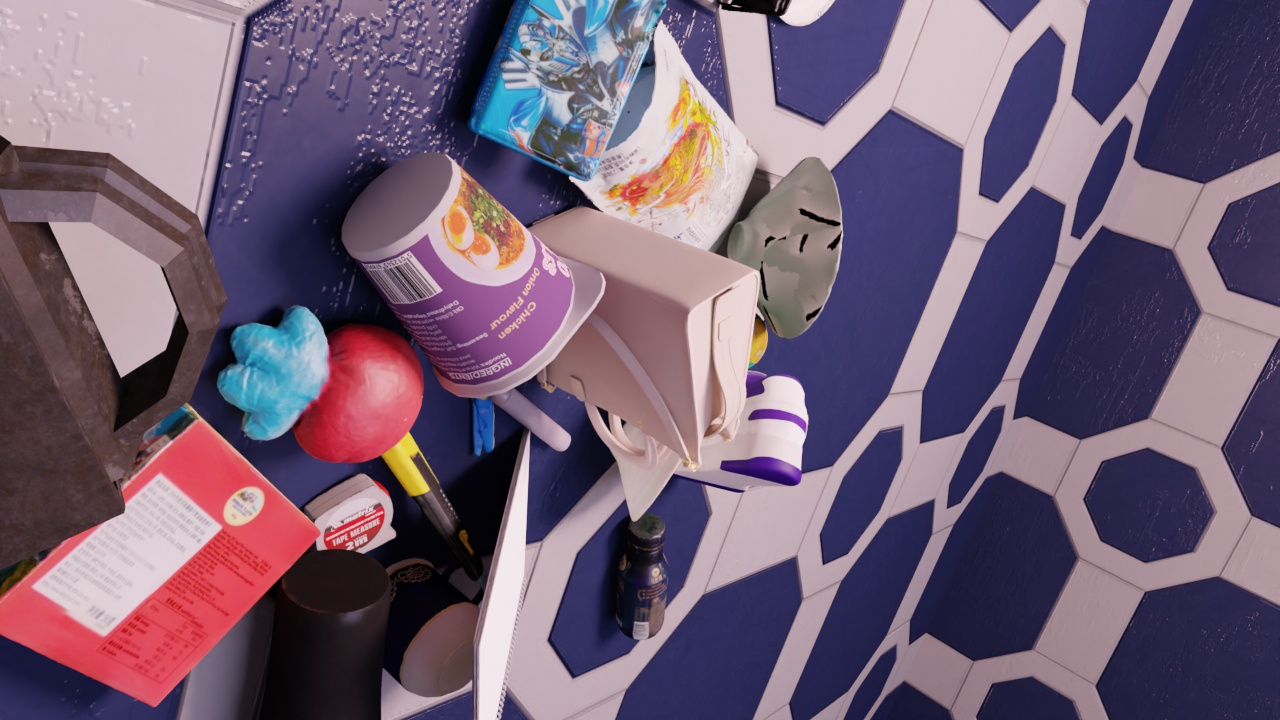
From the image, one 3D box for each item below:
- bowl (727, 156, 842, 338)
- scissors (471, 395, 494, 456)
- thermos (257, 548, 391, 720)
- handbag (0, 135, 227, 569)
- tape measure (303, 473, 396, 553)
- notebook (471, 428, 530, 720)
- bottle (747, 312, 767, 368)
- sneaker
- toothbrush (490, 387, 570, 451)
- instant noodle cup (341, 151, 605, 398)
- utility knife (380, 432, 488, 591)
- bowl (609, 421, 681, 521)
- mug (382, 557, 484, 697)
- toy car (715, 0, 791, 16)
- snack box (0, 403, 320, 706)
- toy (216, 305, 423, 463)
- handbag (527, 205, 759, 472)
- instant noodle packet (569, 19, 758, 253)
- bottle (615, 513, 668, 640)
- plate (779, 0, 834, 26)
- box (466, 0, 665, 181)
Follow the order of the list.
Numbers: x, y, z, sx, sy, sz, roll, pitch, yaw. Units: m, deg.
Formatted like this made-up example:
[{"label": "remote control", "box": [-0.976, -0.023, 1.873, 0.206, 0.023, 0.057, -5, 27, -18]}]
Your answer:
[{"label": "bowl", "box": [0.122, -0.110, 0.880, 0.068, 0.174, 0.174, 4, 115, -16]}, {"label": "scissors", "box": [-0.128, 0.026, 0.719, 0.070, 0.022, 0.131, -25, 136, -46]}, {"label": "thermos", "box": [-0.227, 0.245, 0.656, 0.105, 0.106, 0.219, -15, 126, -49]}, {"label": "handbag", "box": [-0.284, -0.016, 0.387, 0.199, 0.102, 0.198, -21, 132, -25]}, {"label": "tape measure", "box": [-0.210, 0.115, 0.662, 0.060, 0.020, 0.062, -25, 134, -35]}, {"label": "notebook", "box": [-0.110, 0.195, 0.731, 0.245, 0.013, 0.178, -87, -177, -60]}, {"label": "bottle", "box": [0.047, -0.033, 0.864, 0.209, 0.068, 0.068, 12, 104, -56]}, {"label": "sneaker", "box": [0.092, 0.068, 0.923, 0.091, 0.245, 0.111, 17, 76, -16]}, {"label": "toothbrush", "box": [-0.098, 0.037, 0.743, 0.019, 0.018, 0.188, -68, 156, -15]}, {"label": "instant noodle cup", "box": [-0.111, -0.063, 0.582, 0.137, 0.121, 0.122, -21, 136, 17]}, {"label": "utility knife", "box": [-0.151, 0.121, 0.704, 0.028, 0.020, 0.188, -91, 163, -54]}, {"label": "bowl", "box": [0.017, 0.063, 0.871, 0.176, 0.058, 0.176, -58, 179, -2]}, {"label": "mug", "box": [-0.161, 0.211, 0.738, 0.111, 0.089, 0.086, -39, 141, -31]}, {"label": "toy car", "box": [0.096, -0.366, 0.688, 0.071, 0.094, 0.192, 13, 106, -31]}, {"label": "snack box", "box": [-0.284, 0.116, 0.544, 0.144, 0.040, 0.143, -48, 145, -21]}, {"label": "toy", "box": [-0.197, 0.016, 0.577, 0.132, 0.062, 0.092, 20, 76, -39]}, {"label": "handbag", "box": [-0.004, 0.004, 0.701, 0.101, 0.195, 0.198, -32, 134, -37]}, {"label": "instant noodle packet", "box": [0.035, -0.157, 0.773, 0.147, 0.057, 0.269, -60, 153, 1]}, {"label": "bottle", "box": [0.003, 0.241, 1.018, 0.056, 0.056, 0.161, -30, 136, -40]}, {"label": "plate", "box": [0.151, -0.375, 0.802, 0.156, 0.014, 0.157, -34, 139, -36]}, {"label": "box", "box": [-0.034, -0.252, 0.614, 0.091, 0.085, 0.243, 21, 98, -20]}]
